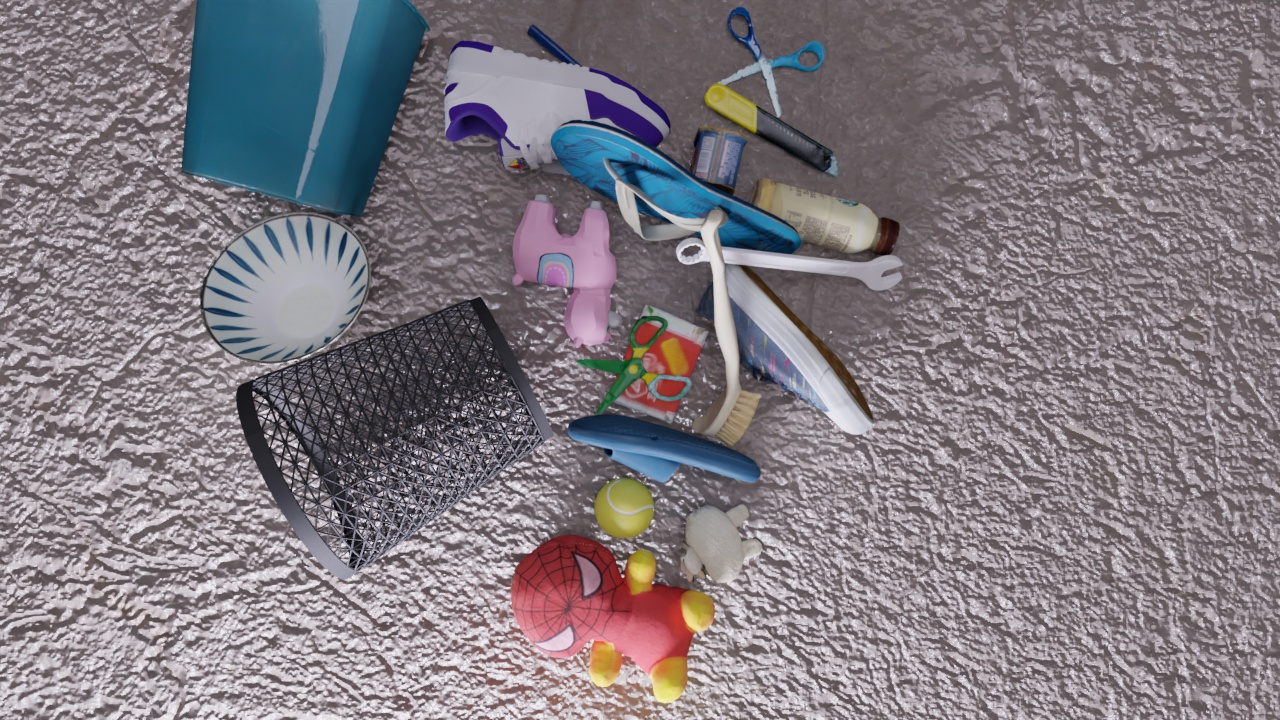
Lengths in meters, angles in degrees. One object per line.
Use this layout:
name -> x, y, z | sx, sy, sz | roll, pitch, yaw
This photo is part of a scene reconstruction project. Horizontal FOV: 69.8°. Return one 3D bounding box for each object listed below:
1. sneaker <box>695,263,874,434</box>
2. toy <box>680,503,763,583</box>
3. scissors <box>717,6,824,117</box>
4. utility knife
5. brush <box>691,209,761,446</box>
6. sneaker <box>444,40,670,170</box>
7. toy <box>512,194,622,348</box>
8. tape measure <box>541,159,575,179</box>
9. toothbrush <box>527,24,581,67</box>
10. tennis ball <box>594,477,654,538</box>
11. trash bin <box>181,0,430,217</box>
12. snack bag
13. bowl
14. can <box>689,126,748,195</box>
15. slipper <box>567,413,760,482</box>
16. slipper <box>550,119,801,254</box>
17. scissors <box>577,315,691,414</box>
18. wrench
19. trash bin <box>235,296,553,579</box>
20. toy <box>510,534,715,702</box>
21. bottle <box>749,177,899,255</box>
sneaker -> 0.156, -0.003, 1.004 | 0.079, 0.087, 0.235 | -43, 87, 18
toy -> 0.081, 0.203, 1.006 | 0.112, 0.050, 0.087 | -27, 92, -23
scissors -> 0.140, -0.338, 1.027 | 0.127, 0.014, 0.133 | -26, 96, 2
utility knife -> 0.149, -0.256, 1.023 | 0.174, 0.020, 0.029 | 31, 105, -3
brush -> 0.085, -0.027, 0.950 | 0.077, 0.062, 0.273 | -4, 121, 3
sneaker -> -0.095, -0.246, 0.960 | 0.244, 0.092, 0.111 | 16, 86, 3
toy -> -0.077, -0.095, 0.993 | 0.123, 0.067, 0.157 | 5, 94, -1
tape measure -> -0.077, -0.233, 1.013 | 0.062, 0.020, 0.060 | 10, 90, -2
toothbrush -> -0.052, -0.303, 1.016 | 0.190, 0.016, 0.017 | 41, 95, -2
tennis ball -> -0.017, 0.160, 0.996 | 0.065, 0.065, 0.065 | 0, 90, -2
trash bin -> -0.344, -0.272, 0.926 | 0.199, 0.196, 0.219 | 15, 96, -1
snack bag -> 0.020, 0.004, 1.011 | 0.077, 0.036, 0.116 | 22, 89, -2
bowl -> -0.361, -0.063, 0.966 | 0.177, 0.071, 0.177 | -2, 66, 4
can -> 0.079, -0.208, 0.980 | 0.054, 0.100, 0.059 | 13, 91, -1
slipper -> 0.025, 0.103, 0.981 | 0.213, 0.104, 0.059 | 15, 92, -6
slipper -> 0.033, -0.154, 0.950 | 0.294, 0.118, 0.060 | 22, 75, -21
scissors -> -0.001, 0.013, 0.986 | 0.127, 0.011, 0.125 | 38, 88, -1
wrench -> 0.165, -0.104, 0.976 | 0.273, 0.047, 0.009 | 4, 49, -21
trash bin -> -0.233, 0.062, 0.924 | 0.243, 0.217, 0.217 | -28, 91, -9
toy -> -0.036, 0.267, 0.981 | 0.216, 0.099, 0.147 | 24, 79, -3
bottle -> 0.200, -0.154, 1.007 | 0.162, 0.056, 0.056 | 14, 90, -3
